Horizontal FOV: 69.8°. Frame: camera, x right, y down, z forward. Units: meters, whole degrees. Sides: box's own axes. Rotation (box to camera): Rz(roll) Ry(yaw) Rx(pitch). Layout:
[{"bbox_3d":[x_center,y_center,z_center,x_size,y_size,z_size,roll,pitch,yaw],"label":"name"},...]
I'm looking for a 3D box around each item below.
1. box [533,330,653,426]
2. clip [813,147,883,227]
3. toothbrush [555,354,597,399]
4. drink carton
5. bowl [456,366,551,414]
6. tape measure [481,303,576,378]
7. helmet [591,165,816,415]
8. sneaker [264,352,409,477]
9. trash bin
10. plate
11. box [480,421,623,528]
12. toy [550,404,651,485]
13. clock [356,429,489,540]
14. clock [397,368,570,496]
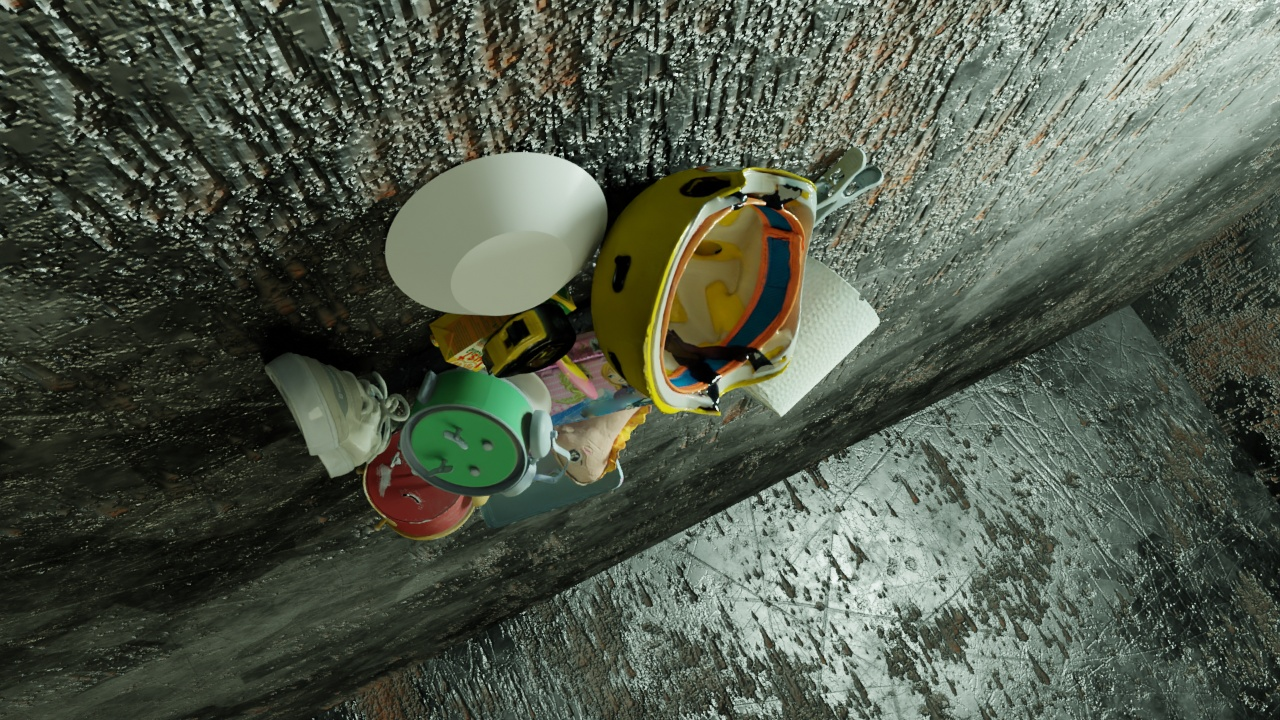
[{"bbox_3d":[-0.005,0.007,0.952,0.231,0.090,0.084,-13,175,16],"label":"box"},{"bbox_3d":[0.186,-0.164,0.980,0.163,0.027,0.090,-38,161,30],"label":"clip"},{"bbox_3d":[-0.082,-0.008,0.904,0.016,0.021,0.135,-23,122,20],"label":"toothbrush"},{"bbox_3d":[-0.128,-0.038,0.836,0.122,0.041,0.058,-31,162,11],"label":"drink carton"},{"bbox_3d":[-0.150,0.052,0.946,0.110,0.040,0.110,4,132,5],"label":"bowl"},{"bbox_3d":[-0.094,-0.017,0.809,0.071,0.042,0.073,-6,149,-44],"label":"tape measure"},{"bbox_3d":[0.034,-0.068,0.786,0.239,0.140,0.209,-24,128,-42],"label":"helmet"},{"bbox_3d":[-0.256,0.038,0.799,0.090,0.089,0.243,-28,169,-17],"label":"sneaker"},{"bbox_3d":[0.181,-0.026,1.101,0.161,0.133,0.133,-49,162,-1],"label":"trash bin"},{"bbox_3d":[-0.102,-0.078,0.699,0.174,0.036,0.174,-16,148,-11],"label":"plate"},{"bbox_3d":[-0.136,0.128,1.135,0.215,0.140,0.062,-21,-152,25],"label":"box"},{"bbox_3d":[0.020,0.043,1.031,0.264,0.196,0.065,-59,-173,6],"label":"toy"},{"bbox_3d":[-0.228,0.126,1.020,0.158,0.117,0.081,-21,158,-10],"label":"clock"},{"bbox_3d":[-0.148,0.081,0.892,0.161,0.075,0.122,23,128,-11],"label":"clock"}]
